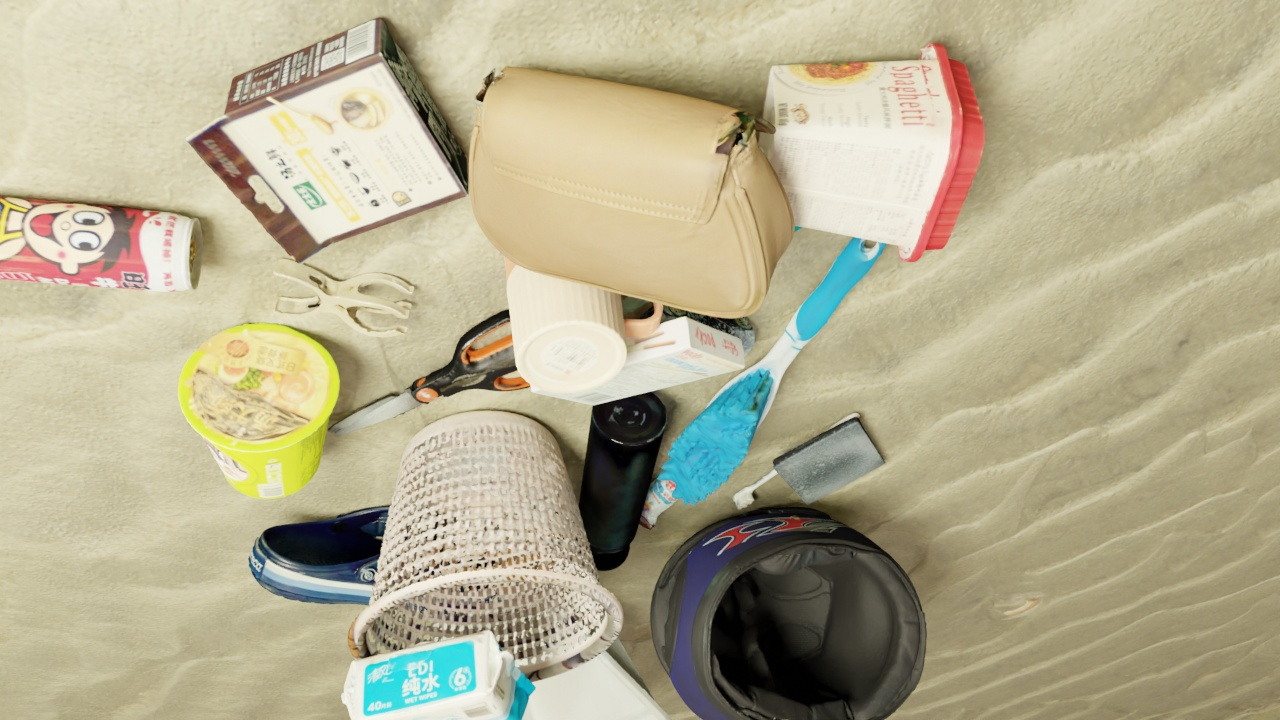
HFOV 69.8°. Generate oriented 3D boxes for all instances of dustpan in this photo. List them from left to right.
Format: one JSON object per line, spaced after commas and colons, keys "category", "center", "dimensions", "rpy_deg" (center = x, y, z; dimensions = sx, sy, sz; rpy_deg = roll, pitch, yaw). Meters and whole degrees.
{"category": "dustpan", "center": [-0.127, 0.375, 1.087], "dimensions": [0.223, 0.257, 0.142], "rpy_deg": [-38, 157, 30]}

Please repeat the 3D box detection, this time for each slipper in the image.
{"category": "slipper", "center": [-0.254, 0.188, 0.914], "dimensions": [0.252, 0.105, 0.095], "rpy_deg": [14, 107, -36]}

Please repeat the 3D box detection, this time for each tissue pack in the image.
{"category": "tissue pack", "center": [-0.163, 0.269, 0.745], "dimensions": [0.140, 0.063, 0.090], "rpy_deg": [-13, 139, 1]}

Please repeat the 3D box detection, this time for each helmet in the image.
{"category": "helmet", "center": [0.129, 0.276, 0.981], "dimensions": [0.315, 0.247, 0.241], "rpy_deg": [13, 169, -30]}

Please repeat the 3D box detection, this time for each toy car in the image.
{"category": "toy car", "center": [0.047, -0.019, 0.774], "dimensions": [0.105, 0.031, 0.049], "rpy_deg": [11, 136, -22]}

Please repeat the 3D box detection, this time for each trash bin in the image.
{"category": "trash bin", "center": [-0.139, 0.162, 0.822], "dimensions": [0.227, 0.191, 0.228], "rpy_deg": [-6, 141, -5]}

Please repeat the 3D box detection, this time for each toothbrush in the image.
{"category": "toothbrush", "center": [0.161, 0.107, 0.961], "dimensions": [0.016, 0.016, 0.181], "rpy_deg": [13, 136, -42]}

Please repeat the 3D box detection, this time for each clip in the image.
{"category": "clip", "center": [-0.222, -0.045, 0.684], "dimensions": [0.100, 0.034, 0.075], "rpy_deg": [10, 138, -16]}

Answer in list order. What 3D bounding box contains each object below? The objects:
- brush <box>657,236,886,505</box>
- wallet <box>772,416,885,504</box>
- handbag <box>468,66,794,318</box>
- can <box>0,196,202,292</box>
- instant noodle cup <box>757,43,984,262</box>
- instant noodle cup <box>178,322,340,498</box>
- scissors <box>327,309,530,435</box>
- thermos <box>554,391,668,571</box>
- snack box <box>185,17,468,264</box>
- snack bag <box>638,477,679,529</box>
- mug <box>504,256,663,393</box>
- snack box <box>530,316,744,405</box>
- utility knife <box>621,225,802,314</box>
{"category": "brush", "center": [0.109, 0.013, 0.795], "dimensions": [0.060, 0.109, 0.315], "rpy_deg": [36, 138, 4]}
{"category": "wallet", "center": [0.196, 0.105, 0.951], "dimensions": [0.097, 0.019, 0.121], "rpy_deg": [-31, 144, 11]}
{"category": "handbag", "center": [-0.006, -0.109, 0.572], "dimensions": [0.205, 0.099, 0.148], "rpy_deg": [16, 148, 16]}
{"category": "can", "center": [-0.362, -0.075, 0.600], "dimensions": [0.132, 0.053, 0.053], "rpy_deg": [4, 139, -16]}
{"category": "instant noodle cup", "center": [0.142, -0.137, 0.598], "dimensions": [0.124, 0.116, 0.117], "rpy_deg": [4, 139, 0]}
{"category": "instant noodle cup", "center": [-0.298, 0.050, 0.731], "dimensions": [0.111, 0.111, 0.124], "rpy_deg": [3, 147, -16]}
{"category": "scissors", "center": [-0.164, 0.031, 0.795], "dimensions": [0.139, 0.021, 0.236], "rpy_deg": [27, 127, -37]}
{"category": "thermos", "center": [-0.037, 0.124, 0.900], "dimensions": [0.090, 0.068, 0.243], "rpy_deg": [5, 139, -7]}
{"category": "snack box", "center": [-0.188, -0.132, 0.570], "dimensions": [0.126, 0.053, 0.113], "rpy_deg": [-17, 140, 9]}
{"category": "snack bag", "center": [0.020, 0.141, 0.960], "dimensions": [0.045, 0.026, 0.106], "rpy_deg": [40, 129, -5]}
{"category": "mug", "center": [-0.040, -0.040, 0.670], "dimensions": [0.114, 0.105, 0.082], "rpy_deg": [0, 140, -12]}
{"category": "snack box", "center": [-0.004, 0.004, 0.739], "dimensions": [0.157, 0.026, 0.084], "rpy_deg": [-16, 161, 32]}
{"category": "utility knife", "center": [0.041, -0.072, 0.722], "dimensions": [0.220, 0.013, 0.029], "rpy_deg": [-26, 140, 15]}
